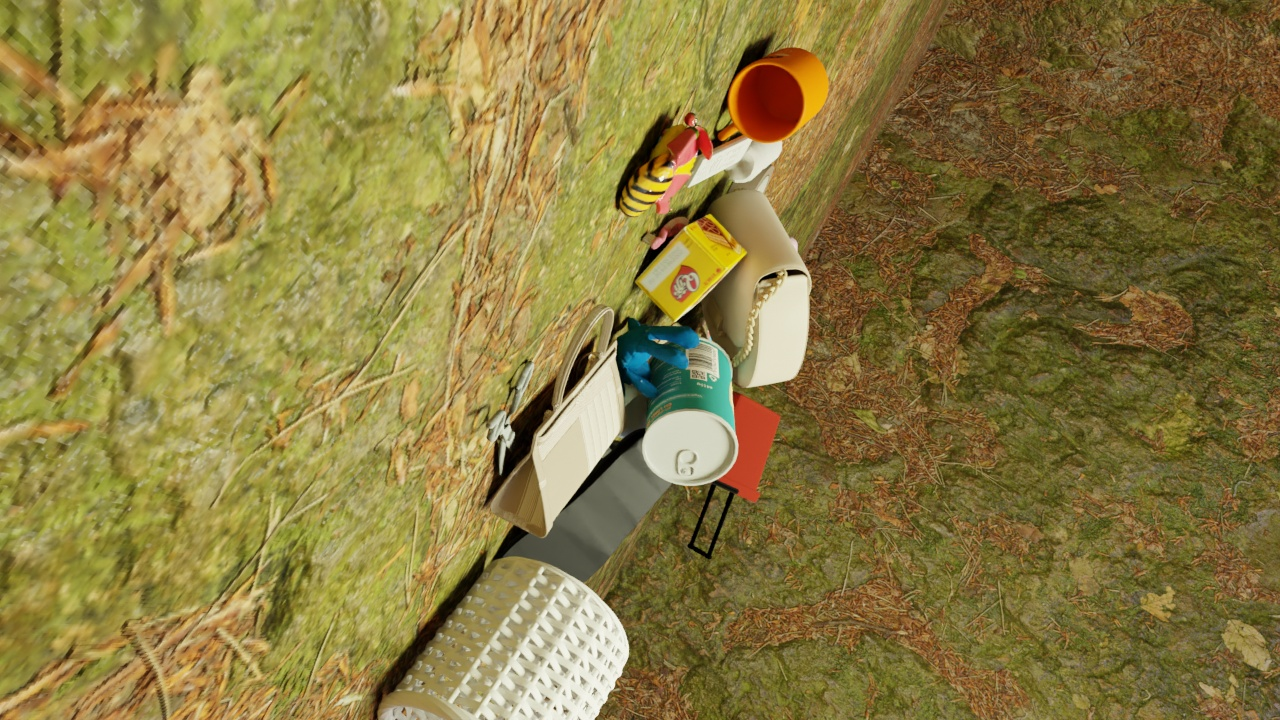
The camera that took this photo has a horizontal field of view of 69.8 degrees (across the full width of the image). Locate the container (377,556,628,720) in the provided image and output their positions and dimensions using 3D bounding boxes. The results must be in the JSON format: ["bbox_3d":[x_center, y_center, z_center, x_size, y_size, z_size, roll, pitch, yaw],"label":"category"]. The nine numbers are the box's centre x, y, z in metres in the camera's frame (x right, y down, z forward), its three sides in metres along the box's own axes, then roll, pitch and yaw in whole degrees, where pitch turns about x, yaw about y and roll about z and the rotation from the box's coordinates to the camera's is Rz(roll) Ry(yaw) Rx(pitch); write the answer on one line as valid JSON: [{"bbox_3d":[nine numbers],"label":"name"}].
[{"bbox_3d":[-0.134,0.331,0.935,0.186,0.189,0.190,-53,168,-44],"label":"container"}]

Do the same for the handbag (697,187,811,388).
[{"bbox_3d":[0.137,-0.080,1.098,0.209,0.103,0.210,93,-17,-48],"label":"handbag"}]

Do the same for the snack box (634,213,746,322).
[{"bbox_3d":[0.055,-0.099,0.968,0.084,0.061,0.105,-46,178,24],"label":"snack box"}]

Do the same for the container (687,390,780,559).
[{"bbox_3d":[0.074,0.134,1.139,0.127,0.148,0.200,27,86,-40],"label":"container"}]

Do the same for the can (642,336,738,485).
[{"bbox_3d":[0.055,0.053,1.012,0.143,0.099,0.099,-85,-164,-56],"label":"can"}]

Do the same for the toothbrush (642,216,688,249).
[{"bbox_3d":[0.027,-0.131,0.931,0.022,0.016,0.134,-64,173,22],"label":"toothbrush"}]

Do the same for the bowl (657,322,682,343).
[{"bbox_3d":[0.049,0.027,1.336,0.150,0.075,0.151,-58,171,-15],"label":"bowl"}]

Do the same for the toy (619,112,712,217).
[{"bbox_3d":[0.023,-0.155,0.746,0.103,0.046,0.084,-49,180,-30],"label":"toy"}]

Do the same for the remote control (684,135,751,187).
[{"bbox_3d":[0.080,-0.207,0.939,0.130,0.012,0.033,-38,164,-52],"label":"remote control"}]

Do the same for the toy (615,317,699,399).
[{"bbox_3d":[-0.006,0.006,0.974,0.112,0.071,0.177,-57,-169,-28],"label":"toy"}]

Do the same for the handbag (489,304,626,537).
[{"bbox_3d":[-0.059,0.036,0.857,0.175,0.062,0.198,-51,162,-50],"label":"handbag"}]

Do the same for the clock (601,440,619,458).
[{"bbox_3d":[-0.055,0.149,1.207,0.147,0.056,0.104,-50,158,-30],"label":"clock"}]

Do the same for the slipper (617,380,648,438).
[{"bbox_3d":[0.047,0.080,1.235,0.245,0.074,0.104,8,116,-49],"label":"slipper"}]

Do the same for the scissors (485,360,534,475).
[{"bbox_3d":[-0.114,0.065,0.753,0.130,0.014,0.153,-63,176,-57],"label":"scissors"}]

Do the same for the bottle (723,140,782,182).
[{"bbox_3d":[0.133,-0.242,1.060,0.135,0.044,0.044,-46,163,-56],"label":"bottle"}]

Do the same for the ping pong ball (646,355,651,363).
[{"bbox_3d":[0.012,0.002,1.166,0.040,0.040,0.040,-58,170,-16],"label":"ping pong ball"}]

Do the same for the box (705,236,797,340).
[{"bbox_3d":[0.154,-0.074,1.294,0.101,0.111,0.202,-34,130,-54],"label":"box"}]

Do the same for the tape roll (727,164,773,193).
[{"bbox_3d":[0.138,-0.219,1.199,0.093,0.030,0.094,-58,170,-16],"label":"tape roll"}]

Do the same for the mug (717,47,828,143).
[{"bbox_3d":[0.125,-0.256,0.920,0.113,0.077,0.095,-33,-172,34],"label":"mug"}]

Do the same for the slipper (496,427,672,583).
[{"bbox_3d":[-0.071,0.174,1.076,0.265,0.109,0.083,-45,-147,-3],"label":"slipper"}]
